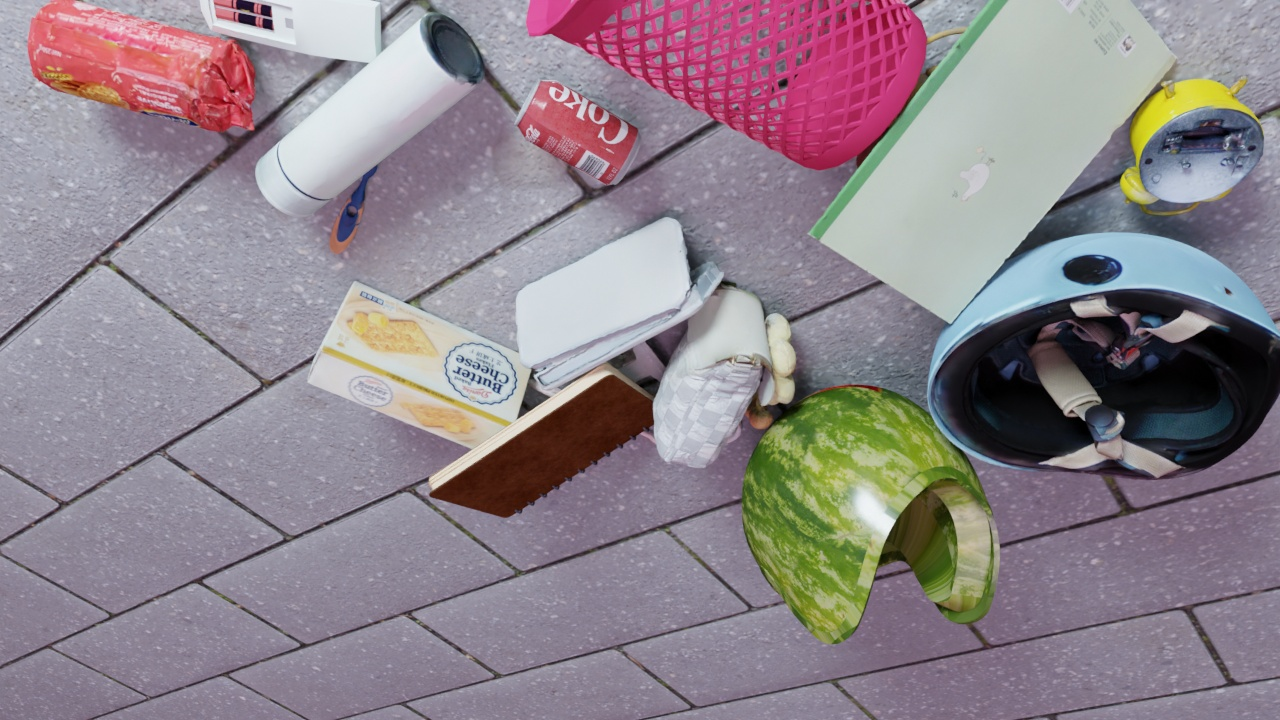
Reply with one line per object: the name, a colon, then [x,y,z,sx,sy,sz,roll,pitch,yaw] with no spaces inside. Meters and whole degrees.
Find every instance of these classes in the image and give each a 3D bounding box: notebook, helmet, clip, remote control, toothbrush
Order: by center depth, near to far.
notebook: [0.257,-0.156,0.662,0.181,0.010,0.253,23,112,-36]
remote control: [-0.282,-0.275,0.735,0.143,0.024,0.050,12,135,-2]
helmet: [0.376,-0.008,0.779,0.266,0.166,0.226,-2,132,10]
toothbrush: [-0.271,-0.147,0.869,0.021,0.017,0.135,29,135,-13]
helmet: [0.212,0.145,0.914,0.213,0.247,0.243,-2,99,-24]
clip: [-0.006,0.006,0.948,0.054,0.038,0.101,-7,149,23]
notebook: [-0.092,0.091,0.965,0.226,0.024,0.167,-33,153,11]
toothbrush: [-0.042,0.057,1.027,0.181,0.015,0.018,24,127,-14]

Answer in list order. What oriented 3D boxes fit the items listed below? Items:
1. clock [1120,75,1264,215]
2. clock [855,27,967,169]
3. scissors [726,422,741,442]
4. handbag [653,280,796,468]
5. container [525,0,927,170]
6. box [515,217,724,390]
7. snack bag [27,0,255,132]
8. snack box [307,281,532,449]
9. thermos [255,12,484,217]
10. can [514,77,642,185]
clock: [0.418,-0.157,0.702,0.083,0.057,0.119,-1,134,10]
clock: [0.223,-0.173,0.696,0.117,0.081,0.159,-22,131,-9]
scissors: [0.090,0.051,1.000,0.125,0.011,0.129,-7,133,18]
handbag: [0.083,0.025,0.902,0.123,0.112,0.172,12,131,-17]
container: [0.068,-0.239,0.617,0.225,0.182,0.184,27,133,-26]
box: [-0.037,-0.061,0.862,0.217,0.107,0.110,-28,108,31]
snack bag: [-0.408,-0.243,0.754,0.176,0.082,0.082,14,135,-4]
snack box: [-0.222,0.011,0.950,0.208,0.104,0.058,24,135,-14]
thermos: [-0.232,-0.200,0.771,0.231,0.067,0.068,-26,125,32]
can: [-0.051,-0.189,0.758,0.096,0.053,0.054,27,133,-16]
